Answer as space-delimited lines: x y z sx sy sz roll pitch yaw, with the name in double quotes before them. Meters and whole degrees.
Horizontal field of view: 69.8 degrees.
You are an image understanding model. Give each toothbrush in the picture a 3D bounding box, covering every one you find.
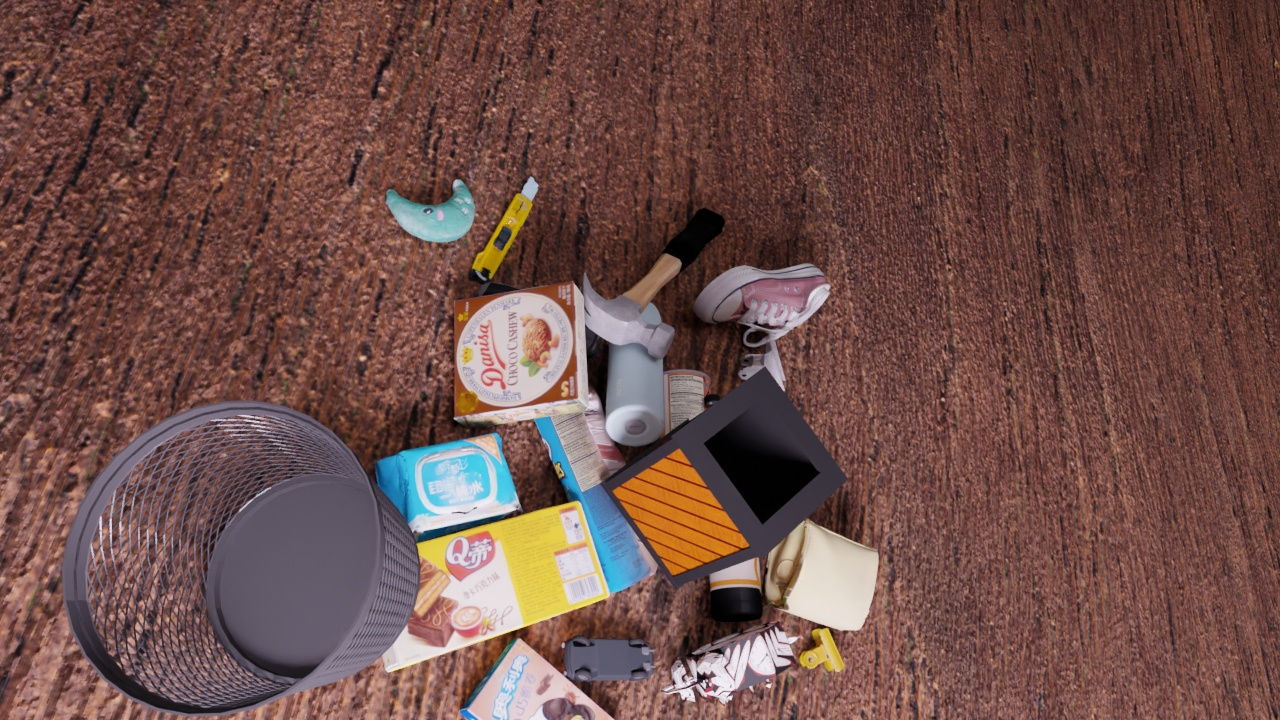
"toothbrush" 0.122 0.054 1.150 0.167 0.013 0.013 9 61 -58

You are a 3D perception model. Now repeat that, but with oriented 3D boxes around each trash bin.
"trash bin" -0.295 0.168 0.749 0.218 0.228 0.217 0 72 -2
"trash bin" 0.082 0.126 0.951 0.139 0.172 0.139 -33 86 -34

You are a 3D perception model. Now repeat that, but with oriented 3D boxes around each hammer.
"hammer" 0.031 -0.116 1.155 0.131 0.039 0.327 26 38 11

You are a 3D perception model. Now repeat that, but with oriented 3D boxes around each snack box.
"snack box" -0.134 -0.006 1.017 0.147 0.041 0.143 -9 67 12
"snack box" -0.097 0.364 0.925 0.151 0.034 0.087 42 55 -5
"snack box" -0.156 0.225 0.938 0.229 0.062 0.110 -10 74 -32

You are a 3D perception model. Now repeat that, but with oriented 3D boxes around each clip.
"clip" 0.158 0.016 1.209 0.058 0.102 0.050 -11 54 12
"clip" 0.218 0.353 1.106 0.048 0.045 0.054 -5 71 -57

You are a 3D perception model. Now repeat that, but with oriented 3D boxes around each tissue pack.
"tissue pack" -0.197 0.133 0.956 0.144 0.062 0.092 -11 74 -32

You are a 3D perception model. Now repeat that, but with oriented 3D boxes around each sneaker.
"sneaker" 0.175 -0.073 1.228 0.240 0.119 0.088 -11 57 -38

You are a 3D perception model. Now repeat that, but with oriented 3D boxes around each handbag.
"handbag" 0.217 0.261 1.119 0.119 0.081 0.111 25 66 -19

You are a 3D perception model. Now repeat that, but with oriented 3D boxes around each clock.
"clock" 0.095 0.338 0.992 0.154 0.115 0.065 -13 75 -30

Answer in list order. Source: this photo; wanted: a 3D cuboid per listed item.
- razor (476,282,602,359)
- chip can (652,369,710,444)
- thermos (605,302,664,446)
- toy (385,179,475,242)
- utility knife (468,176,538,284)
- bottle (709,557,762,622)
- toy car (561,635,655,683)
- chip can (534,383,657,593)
"razor" -0.119 -0.052 1.090 0.156 0.057 0.060 19 18 -19
"chip can" 0.051 0.124 1.088 0.075 0.075 0.214 11 64 -25
"thermos" -0.006 0.006 1.078 0.078 0.065 0.206 43 29 -31
"toy" -0.244 -0.178 1.091 0.105 0.033 0.085 -13 64 -31
"utility knife" -0.166 -0.164 1.138 0.030 0.017 0.178 36 52 -21
"bottle" 0.109 0.214 1.089 0.059 0.059 0.181 10 64 -25
"toy car" -0.034 0.319 0.978 0.112 0.034 0.046 12 58 -32
"chip can" -0.047 0.140 1.029 0.079 0.080 0.229 -17 78 -33
